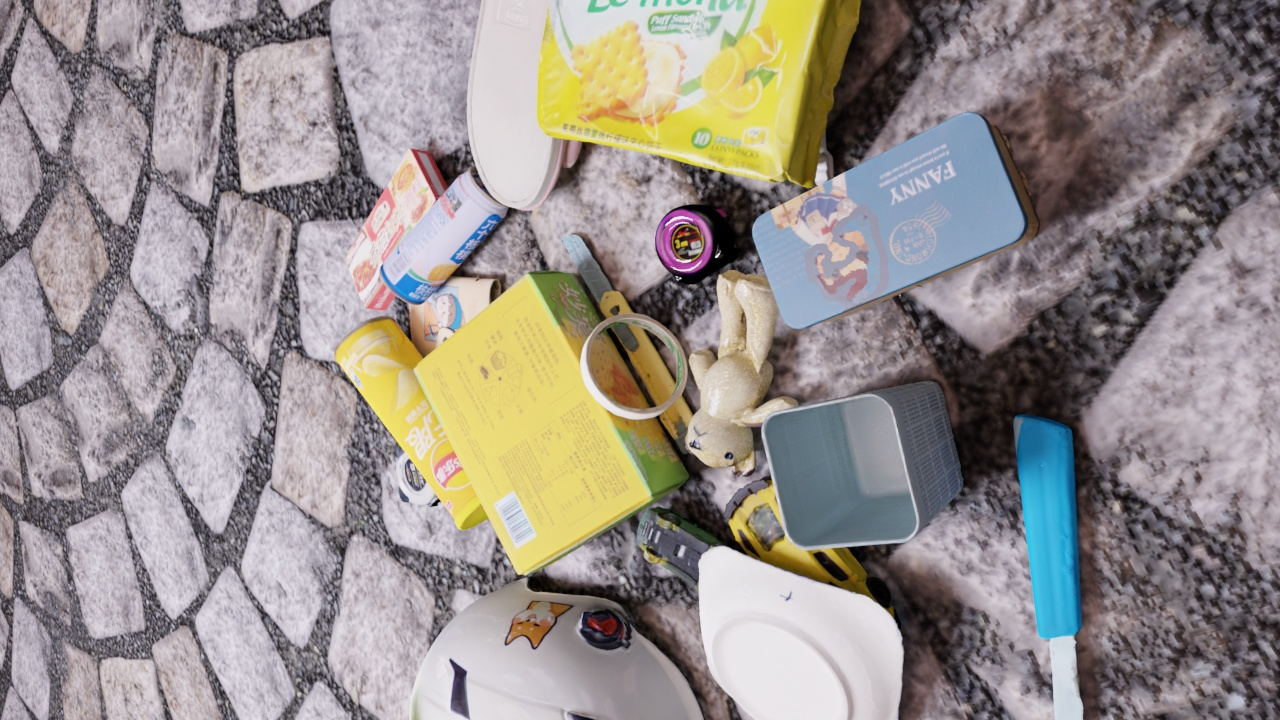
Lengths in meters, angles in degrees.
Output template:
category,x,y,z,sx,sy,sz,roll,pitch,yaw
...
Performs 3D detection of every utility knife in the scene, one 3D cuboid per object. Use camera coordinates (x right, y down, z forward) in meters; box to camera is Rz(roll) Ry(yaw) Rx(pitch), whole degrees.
category,x,y,z,sx,sy,sz,roll,pitch,yaw
utility knife,-0.009,-0.020,0.767,0.031,0.022,0.216,-38,70,27
utility knife,0.264,0.143,0.584,0.034,0.018,0.218,-4,93,35

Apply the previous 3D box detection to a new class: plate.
category,x,y,z,sx,sy,sz,roll,pitch,yaw
plate,0.108,0.224,0.672,0.164,0.034,0.164,13,123,33

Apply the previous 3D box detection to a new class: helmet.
category,x,y,z,sx,sy,sz,roll,pitch,yaw
helmet,-0.094,0.320,0.785,0.274,0.156,0.230,20,108,33

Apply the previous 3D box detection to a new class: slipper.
category,x,y,z,sx,sy,sz,roll,pitch,yaw
slipper,-0.084,-0.262,0.761,0.114,0.054,0.275,18,109,33

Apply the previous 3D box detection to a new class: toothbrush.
category,x,y,z,sx,sy,sz,roll,pitch,yaw
toothbrush,0.122,-0.212,0.640,0.016,0.016,0.180,-2,95,25

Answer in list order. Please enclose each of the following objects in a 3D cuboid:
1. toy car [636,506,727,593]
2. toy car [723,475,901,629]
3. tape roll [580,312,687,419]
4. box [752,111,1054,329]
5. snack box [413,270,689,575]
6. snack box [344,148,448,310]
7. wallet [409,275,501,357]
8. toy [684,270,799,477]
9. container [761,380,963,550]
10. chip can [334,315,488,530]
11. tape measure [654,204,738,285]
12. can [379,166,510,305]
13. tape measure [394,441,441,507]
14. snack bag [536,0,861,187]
category,x,y,z,sx,sy,sz,roll,pitch,yaw
toy car,0.039,0.152,0.739,0.091,0.036,0.043,30,112,30
toy car,0.126,0.153,0.674,0.156,0.041,0.071,53,124,16
tape roll,-0.004,0.004,0.723,0.085,0.085,0.014,63,152,12
box,0.168,-0.088,0.598,0.185,0.061,0.089,-27,81,37
snack box,-0.079,0.052,0.777,0.158,0.069,0.210,-35,78,27
snack box,-0.239,-0.126,0.901,0.153,0.025,0.075,-48,57,30
wallet,-0.179,-0.038,0.882,0.115,0.024,0.087,8,96,35
toy,0.068,0.010,0.679,0.105,0.066,0.157,24,117,37
container,0.151,0.062,0.599,0.090,0.111,0.090,-14,89,37
chip can,-0.202,0.056,0.869,0.213,0.071,0.072,50,121,14
tape measure,0.042,-0.091,0.702,0.057,0.039,0.058,-33,82,34
can,-0.178,-0.113,0.839,0.135,0.053,0.053,-42,72,22
tape measure,-0.214,0.111,0.920,0.066,0.033,0.066,3,100,38
snack bag,0.034,-0.219,0.648,0.247,0.068,0.158,20,105,29
